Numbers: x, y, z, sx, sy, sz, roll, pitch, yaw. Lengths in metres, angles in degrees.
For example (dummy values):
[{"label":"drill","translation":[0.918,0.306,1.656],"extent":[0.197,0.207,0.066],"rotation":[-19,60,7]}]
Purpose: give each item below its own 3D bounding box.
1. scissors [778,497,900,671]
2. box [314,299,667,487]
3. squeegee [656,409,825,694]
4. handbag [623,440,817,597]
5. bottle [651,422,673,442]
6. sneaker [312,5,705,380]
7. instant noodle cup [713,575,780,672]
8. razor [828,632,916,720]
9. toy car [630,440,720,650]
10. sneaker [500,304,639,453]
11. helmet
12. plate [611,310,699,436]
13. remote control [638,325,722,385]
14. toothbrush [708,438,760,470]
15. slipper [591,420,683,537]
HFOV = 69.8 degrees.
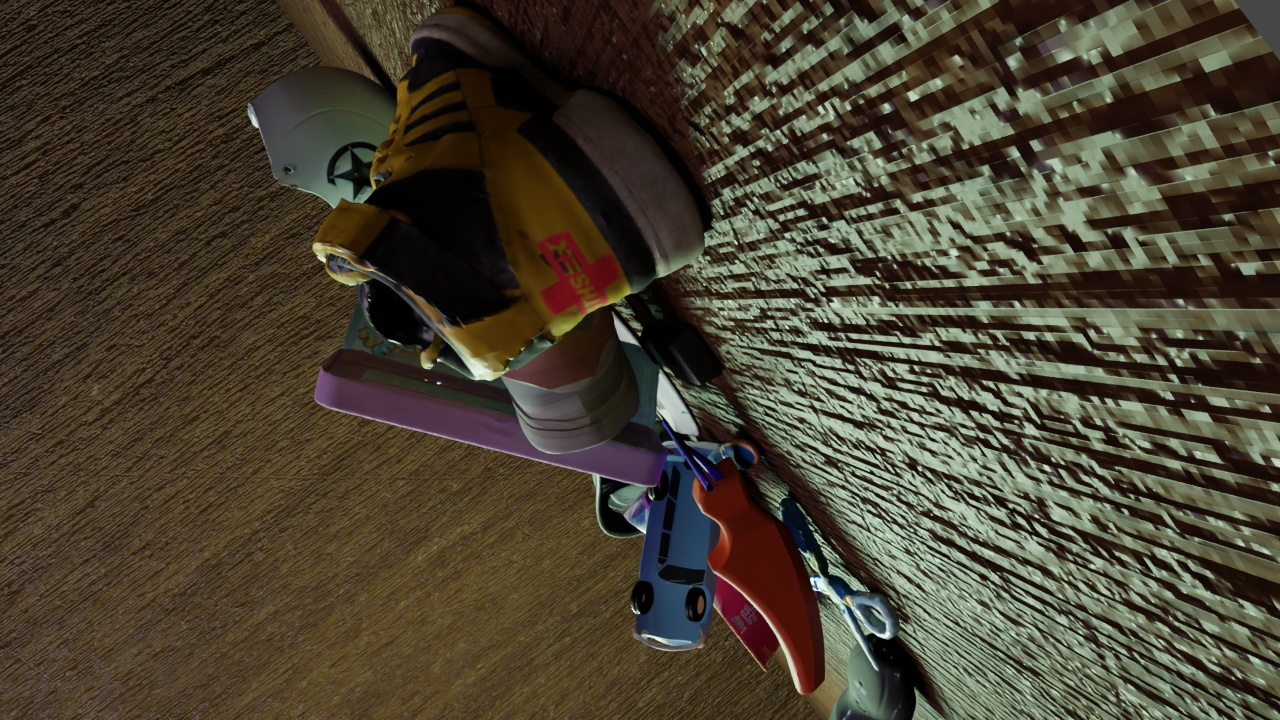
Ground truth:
[{"label":"scissors","translation":[0.124,0.140,0.569],"extent":[0.125,0.013,0.130],"rotation":[61,170,-8]},{"label":"box","translation":[-0.088,0.015,0.595],"extent":[0.214,0.051,0.148],"rotation":[15,-149,-10]},{"label":"squeegee","translation":[0.071,0.122,0.572],"extent":[0.249,0.055,0.185],"rotation":[-134,20,-85]},{"label":"handbag","translation":[0.076,0.154,0.780],"extent":[0.170,0.068,0.144],"rotation":[42,-162,7]},{"label":"bottle","translation":[-0.059,0.028,0.816],"extent":[0.207,0.071,0.071],"rotation":[29,161,33]},{"label":"sneaker","translation":[-0.081,-0.074,0.397],"extent":[0.238,0.122,0.086],"rotation":[44,168,49]},{"label":"instant noodle cup","translation":[0.094,0.205,0.893],"extent":[0.178,0.077,0.179],"rotation":[51,175,6]},{"label":"razor","translation":[0.159,0.235,0.640],"extent":[0.053,0.063,0.141],"rotation":[47,160,38]},{"label":"toy car","translation":[0.033,0.137,0.684],"extent":[0.056,0.153,0.054],"rotation":[0,161,26]},{"label":"sneaker","translation":[-0.066,-0.050,0.556],"extent":[0.236,0.099,0.090],"rotation":[-120,14,-50]},{"label":"helmet","translation":[-0.355,-0.260,1.172],"extent":[0.264,0.163,0.236],"rotation":[49,-179,-41]},{"label":"plate","translation":[-0.005,0.004,0.768],"extent":[0.157,0.014,0.157],"rotation":[51,174,7]},{"label":"remote control","translation":[0.018,-0.004,0.547],"extent":[0.032,0.015,0.136],"rotation":[53,174,-8]},{"label":"toothbrush","translation":[0.060,0.062,0.609],"extent":[0.021,0.017,0.135],"rotation":[47,174,2]},{"label":"slipper","translation":[0.004,0.134,0.942],"extent":[0.268,0.110,0.083],"rotation":[85,180,-68]}]
